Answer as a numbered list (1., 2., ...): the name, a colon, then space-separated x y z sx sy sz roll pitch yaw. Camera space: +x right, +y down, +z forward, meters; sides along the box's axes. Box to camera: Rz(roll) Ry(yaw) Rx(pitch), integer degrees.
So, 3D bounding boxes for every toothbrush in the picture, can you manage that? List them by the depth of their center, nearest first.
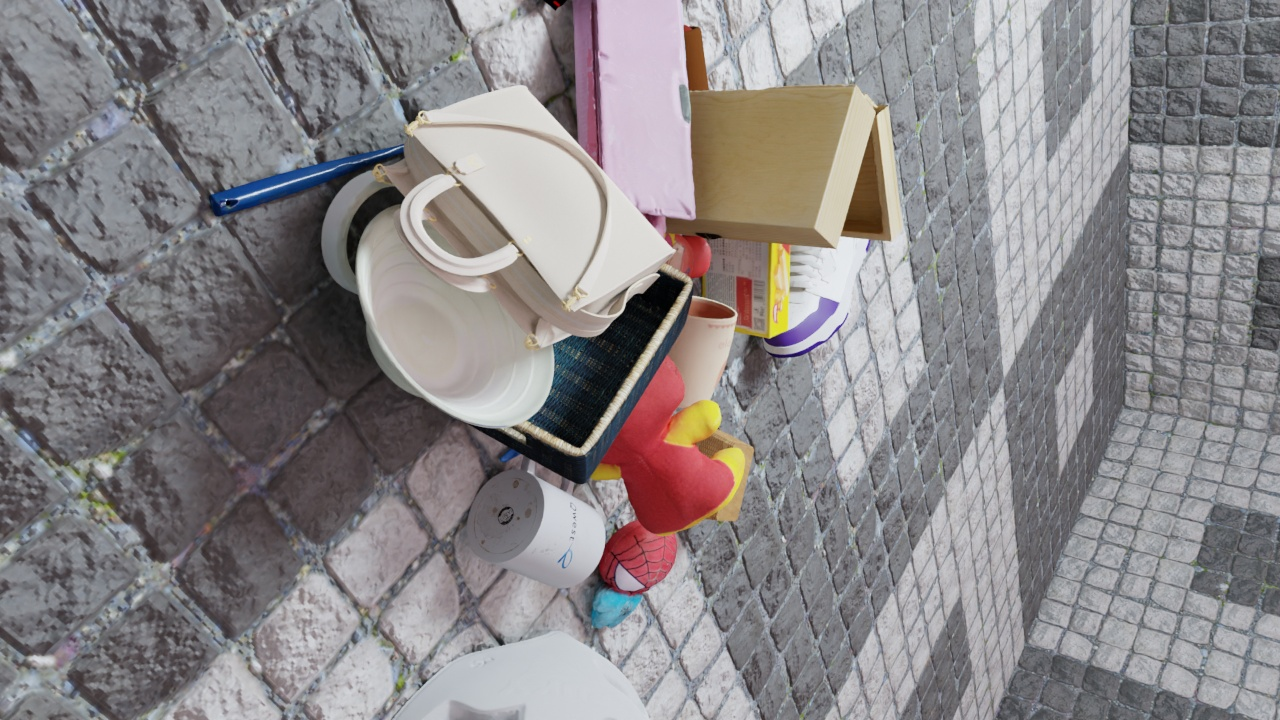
1. toothbrush: -0.210 -0.135 0.644 0.189 0.017 0.016 -33 123 -43

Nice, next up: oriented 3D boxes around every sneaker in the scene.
1. sneaker: 0.212 -0.120 1.136 0.243 0.092 0.111 -60 139 -27

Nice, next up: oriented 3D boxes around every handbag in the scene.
1. handbag: -0.092 -0.094 0.637 0.194 0.101 0.197 48 32 2

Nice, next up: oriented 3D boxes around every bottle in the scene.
1. bottle: 0.018 -0.097 0.921 0.133 0.048 0.071 -21 124 -49

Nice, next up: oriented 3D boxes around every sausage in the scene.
1. sausage: 0.052 -0.260 0.930 0.040 0.040 0.156 -37 127 -41

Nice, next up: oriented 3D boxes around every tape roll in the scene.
1. tape roll: -0.188 -0.091 0.671 0.093 0.019 0.094 -34 135 -42

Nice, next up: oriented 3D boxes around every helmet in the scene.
1. helmet: -0.118 0.376 0.845 0.281 0.184 0.224 4 93 -32

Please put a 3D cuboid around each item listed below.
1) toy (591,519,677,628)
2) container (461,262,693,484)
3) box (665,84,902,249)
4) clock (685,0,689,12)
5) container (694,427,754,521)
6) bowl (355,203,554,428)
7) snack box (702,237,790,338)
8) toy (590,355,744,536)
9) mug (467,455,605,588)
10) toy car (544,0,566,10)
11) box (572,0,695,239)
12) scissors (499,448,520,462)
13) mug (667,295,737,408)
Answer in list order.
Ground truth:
1. toy: -0.010 0.227 0.972 0.092 0.062 0.133 22 94 -45
2. container: -0.061 -0.012 0.759 0.187 0.145 0.071 -58 168 -24
3. box: 0.094 -0.176 0.834 0.178 0.249 0.142 -6 105 -51
4. clock: 0.048 -0.407 0.878 0.087 0.042 0.123 -51 137 -30
5. container: 0.085 0.134 1.063 0.063 0.061 0.114 16 87 -53
6. bowl: -0.145 -0.023 0.662 0.176 0.058 0.176 35 39 -35
7. snack box: 0.114 -0.130 1.001 0.042 0.092 0.201 -22 116 -47
8. toy: 0.001 0.070 0.854 0.148 0.098 0.216 -34 116 10
9. mug: -0.089 0.136 0.830 0.096 0.083 0.119 39 55 -50
10. toy car: -0.060 -0.339 0.763 0.042 0.036 0.091 42 67 -49
11. box: -0.002 -0.221 0.774 0.099 0.080 0.232 22 61 -53
12. scissors: -0.086 0.057 0.862 0.131 0.018 0.109 25 77 -53
13. mug: 0.053 -0.012 0.976 0.111 0.085 0.104 -59 160 -70
